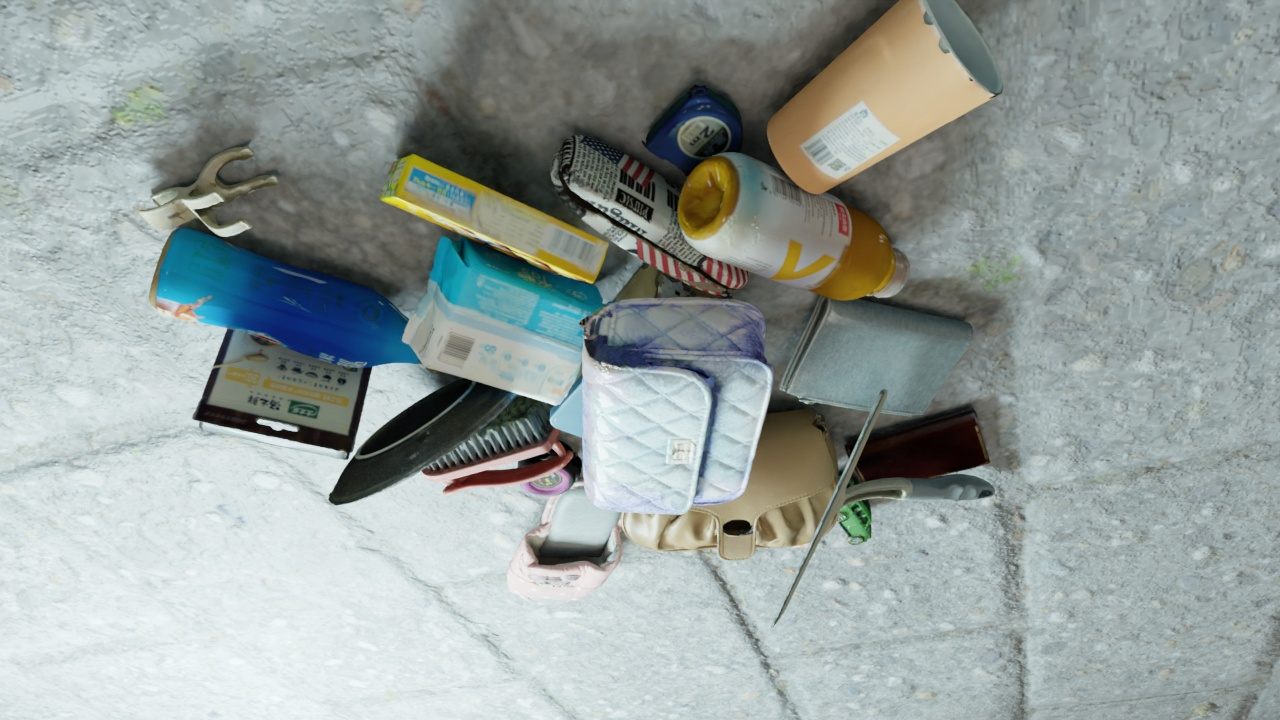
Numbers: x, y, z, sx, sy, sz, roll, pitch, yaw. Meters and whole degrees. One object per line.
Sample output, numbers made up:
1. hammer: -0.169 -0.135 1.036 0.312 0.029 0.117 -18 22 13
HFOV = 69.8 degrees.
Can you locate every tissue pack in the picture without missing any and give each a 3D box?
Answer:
1. tissue pack: -0.098 -0.030 0.688 0.140 0.063 0.090 18 113 -23

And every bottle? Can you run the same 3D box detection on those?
1. bottle: -0.246 -0.035 0.693 0.218 0.065 0.065 19 136 -20
2. bottle: 0.112 -0.083 0.624 0.189 0.068 0.068 14 139 -37

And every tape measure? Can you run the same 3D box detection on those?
1. tape measure: 0.038 -0.148 0.593 0.054 0.025 0.058 25 137 -29
2. tape measure: -0.088 0.100 0.871 0.058 0.039 0.057 -32 130 25

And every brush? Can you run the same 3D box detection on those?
1. brush: -0.134 0.083 0.826 0.146 0.063 0.069 -18 113 21

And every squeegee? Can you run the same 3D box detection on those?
1. squeegee: 0.242 0.122 0.849 0.246 0.039 0.247 0 121 -35

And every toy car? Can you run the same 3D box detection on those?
1. toy car: 0.213 0.151 0.927 0.036 0.043 0.091 -18 137 19

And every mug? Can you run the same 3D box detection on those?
1. mug: 0.140 -0.156 0.550 0.078 0.078 0.123 30 135 -30

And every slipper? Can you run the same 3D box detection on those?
1. slipper: -0.076 0.206 0.982 0.114 0.054 0.275 11 138 -13

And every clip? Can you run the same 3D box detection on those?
1. clip: -0.297 -0.101 0.616 0.103 0.092 0.035 -23 136 9

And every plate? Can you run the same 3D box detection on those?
1. plate: -0.174 0.052 0.731 0.180 0.179 0.024 -23 106 24

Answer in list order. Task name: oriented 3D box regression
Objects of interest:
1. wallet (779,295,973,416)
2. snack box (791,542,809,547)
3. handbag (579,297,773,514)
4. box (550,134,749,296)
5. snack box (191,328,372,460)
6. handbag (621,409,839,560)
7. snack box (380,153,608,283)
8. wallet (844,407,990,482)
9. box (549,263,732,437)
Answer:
1. wallet: 0.190 -0.002 0.756 0.129 0.037 0.107 10 128 -14
2. snack box: 0.106 0.161 0.951 0.157 0.026 0.085 1 139 -2
3. handbag: 0.023 0.041 0.686 0.134 0.075 0.194 1 139 -1
4. box: 0.007 -0.093 0.627 0.164 0.071 0.057 31 110 -27
5. snack box: -0.272 0.021 0.711 0.113 0.125 0.053 15 139 -17
6. handbag: 0.083 0.116 0.840 0.204 0.099 0.148 -4 131 -1
7. snack box: -0.099 -0.093 0.613 0.140 0.087 0.033 24 89 -24
8. wallet: 0.265 0.090 0.876 0.122 0.020 0.096 -18 141 18
9. box: -0.004 0.004 0.745 0.089 0.059 0.185 20 134 -21
